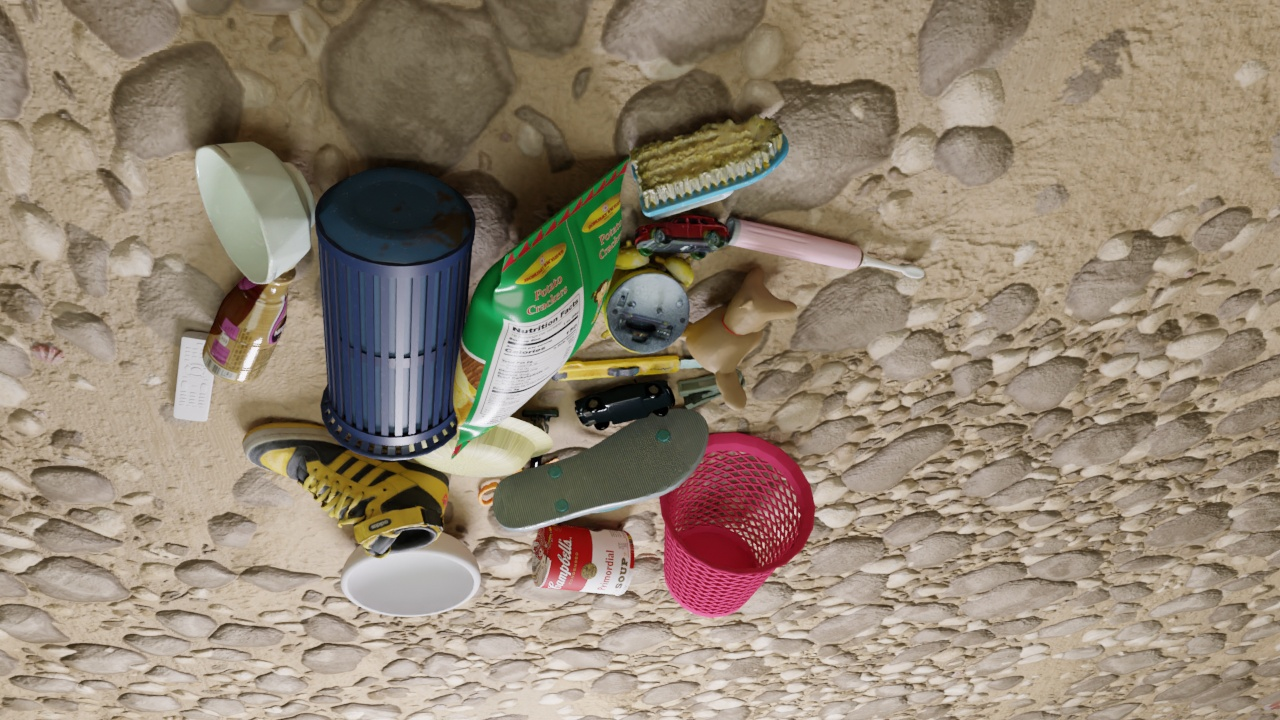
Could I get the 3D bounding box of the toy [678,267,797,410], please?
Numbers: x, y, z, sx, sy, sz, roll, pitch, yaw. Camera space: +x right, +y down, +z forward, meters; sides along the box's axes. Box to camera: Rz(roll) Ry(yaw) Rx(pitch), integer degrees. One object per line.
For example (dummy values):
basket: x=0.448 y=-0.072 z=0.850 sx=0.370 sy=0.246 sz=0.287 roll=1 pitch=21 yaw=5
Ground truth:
toy: x=0.095 y=-0.035 z=0.925 sx=0.108 sy=0.134 sz=0.105 roll=-49 pitch=166 yaw=34

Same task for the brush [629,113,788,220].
brush: x=0.063 y=-0.167 z=0.799 sx=0.136 sy=0.055 sz=0.075 roll=-16 pitch=160 yaw=8

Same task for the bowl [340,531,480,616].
bowl: x=-0.299 y=0.267 z=1.205 sx=0.176 sy=0.066 sz=0.177 roll=-5 pitch=138 yaw=-5

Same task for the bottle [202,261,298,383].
bottle: x=-0.356 y=-0.049 z=0.850 sx=0.059 sy=0.059 sz=0.166 roll=19 pitch=129 yaw=-28

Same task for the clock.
clock: x=0.006 y=-0.065 z=0.888 sx=0.083 sy=0.057 sz=0.119 roll=12 pitch=110 yaw=-18

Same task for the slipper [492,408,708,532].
slipper: x=-0.040 y=0.141 z=1.072 sx=0.269 sy=0.098 sz=0.055 roll=-22 pitch=146 yaw=1

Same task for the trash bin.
trash bin: x=-0.220 y=-0.041 z=0.826 sx=0.139 sy=0.139 sz=0.250 roll=3 pitch=136 yaw=-13

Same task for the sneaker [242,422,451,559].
sneaker: x=-0.328 y=0.151 z=1.032 sx=0.238 sy=0.122 sz=0.086 roll=14 pitch=132 yaw=-26

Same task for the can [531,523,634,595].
can: x=-0.077 y=0.265 z=1.228 sx=0.116 sy=0.086 sz=0.087 roll=10 pitch=135 yaw=-20

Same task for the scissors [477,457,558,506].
scissors: x=-0.144 y=0.156 z=1.151 sx=0.125 sy=0.011 sz=0.128 roll=-34 pitch=133 yaw=23

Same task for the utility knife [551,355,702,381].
utility knife: x=-0.006 y=0.006 z=1.008 sx=0.191 sy=0.017 sz=0.031 roll=-6 pitch=148 yaw=-8

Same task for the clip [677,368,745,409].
clip: x=0.077 y=0.026 z=1.037 sx=0.078 sy=0.023 sz=0.050 roll=-27 pitch=136 yaw=23

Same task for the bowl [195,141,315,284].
bowl: x=-0.306 y=-0.127 z=0.749 sx=0.061 sy=0.117 sz=0.118 roll=-31 pitch=151 yaw=-35

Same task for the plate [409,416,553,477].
plate: x=-0.190 y=0.099 z=1.010 sx=0.184 sy=0.036 sz=0.185 roll=4 pitch=157 yaw=2

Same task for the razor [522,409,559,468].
razor: x=-0.123 y=0.113 z=1.090 sx=0.042 sy=0.022 sz=0.145 roll=2 pitch=132 yaw=-10

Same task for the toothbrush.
toothbrush: x=0.186 y=-0.106 z=0.905 sx=0.222 sy=0.026 sz=0.027 roll=9 pitch=115 yaw=-20

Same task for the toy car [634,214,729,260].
toy car: x=0.038 y=-0.115 z=0.850 sx=0.091 sy=0.036 sz=0.042 roll=-6 pitch=172 yaw=-26

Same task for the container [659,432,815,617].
container: x=0.104 y=0.228 z=1.167 sx=0.183 sy=0.183 sz=0.226 roll=-2 pitch=145 yaw=-7

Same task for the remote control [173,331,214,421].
remote control: x=-0.456 y=0.018 z=0.942 sx=0.033 sy=0.012 sz=0.131 roll=10 pitch=135 yaw=-23

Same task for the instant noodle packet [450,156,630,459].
instant noodle packet: x=-0.092 y=-0.045 z=0.825 sx=0.090 sy=0.195 sz=0.253 roll=32 pitch=134 yaw=8

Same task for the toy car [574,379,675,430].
toy car: x=-0.018 y=0.048 z=1.035 sx=0.112 sy=0.034 sz=0.046 roll=-13 pitch=138 yaw=6
